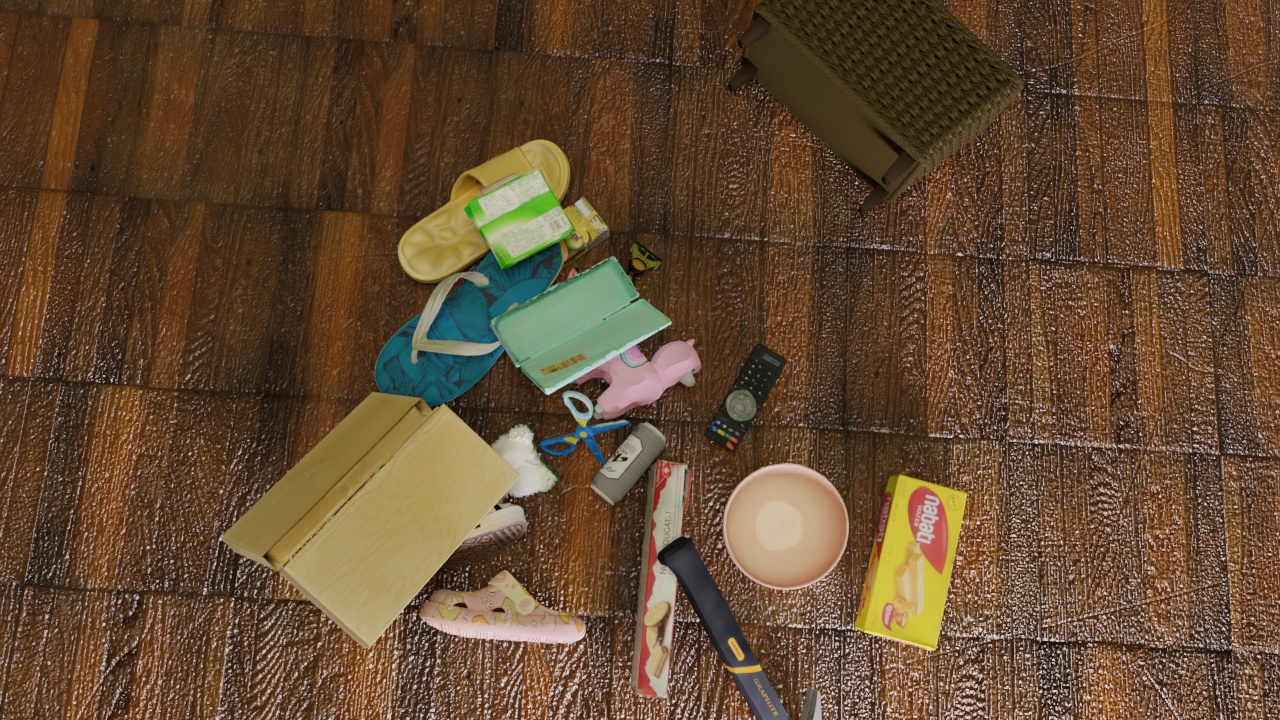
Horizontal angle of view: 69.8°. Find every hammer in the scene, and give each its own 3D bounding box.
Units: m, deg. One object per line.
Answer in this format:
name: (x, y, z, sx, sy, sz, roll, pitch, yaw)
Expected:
hammer: (0.107, 0.349, 1.074, 0.139, 0.035, 0.312, -33, 98, -21)

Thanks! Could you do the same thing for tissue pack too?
tissue pack: (-0.149, -0.178, 1.138, 0.113, 0.034, 0.099, -31, 92, -17)

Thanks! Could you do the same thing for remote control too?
remote control: (0.136, 0.049, 1.186, 0.045, 0.021, 0.140, 31, 84, 4)

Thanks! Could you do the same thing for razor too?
razor: (-0.028, -0.090, 1.195, 0.044, 0.021, 0.144, 37, 74, -4)

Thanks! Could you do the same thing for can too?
can: (-0.015, 0.129, 1.150, 0.044, 0.044, 0.106, 40, 80, 5)

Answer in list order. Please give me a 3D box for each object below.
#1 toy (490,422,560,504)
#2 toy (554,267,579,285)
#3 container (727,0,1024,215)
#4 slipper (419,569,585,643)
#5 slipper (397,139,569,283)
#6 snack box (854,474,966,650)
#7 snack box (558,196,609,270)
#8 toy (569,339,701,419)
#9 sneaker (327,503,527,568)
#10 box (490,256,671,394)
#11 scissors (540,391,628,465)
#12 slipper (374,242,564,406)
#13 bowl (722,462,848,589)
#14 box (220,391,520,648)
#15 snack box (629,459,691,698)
toy: (-0.166, 0.136, 1.143, 0.109, 0.041, 0.095, -27, 96, -4)
toy: (-0.105, -0.068, 1.184, 0.102, 0.050, 0.065, -38, 88, -4)
container: (0.283, -0.366, 1.198, 0.205, 0.176, 0.321, -44, 84, -6)
slipper: (-0.160, 0.290, 1.092, 0.197, 0.093, 0.081, 8, 68, -2)
slipper: (-0.199, -0.197, 1.187, 0.263, 0.078, 0.099, -38, 86, -10)
snack box: (0.338, 0.249, 1.145, 0.092, 0.042, 0.200, 16, 79, -1)
snack box: (-0.117, -0.149, 1.207, 0.148, 0.026, 0.061, -37, 83, -9)
toy: (-0.007, 0.007, 1.164, 0.157, 0.067, 0.123, -33, 81, -13)
sneaker: (-0.264, 0.196, 1.111, 0.245, 0.091, 0.097, -12, 63, -3)
box: (-0.073, -0.041, 1.129, 0.186, 0.055, 0.138, -29, 67, -20)
scissors: (-0.072, 0.087, 1.136, 0.125, 0.127, 0.013, -14, 38, 19)
slipper: (-0.212, -0.052, 1.151, 0.118, 0.060, 0.295, 44, 89, -4)
bowl: (0.172, 0.203, 1.129, 0.153, 0.076, 0.153, 0, 80, -2)
box: (-0.308, 0.156, 1.035, 0.253, 0.119, 0.246, 23, 55, 26)
snack box: (0.024, 0.261, 1.111, 0.044, 0.077, 0.272, 7, 78, -5)
